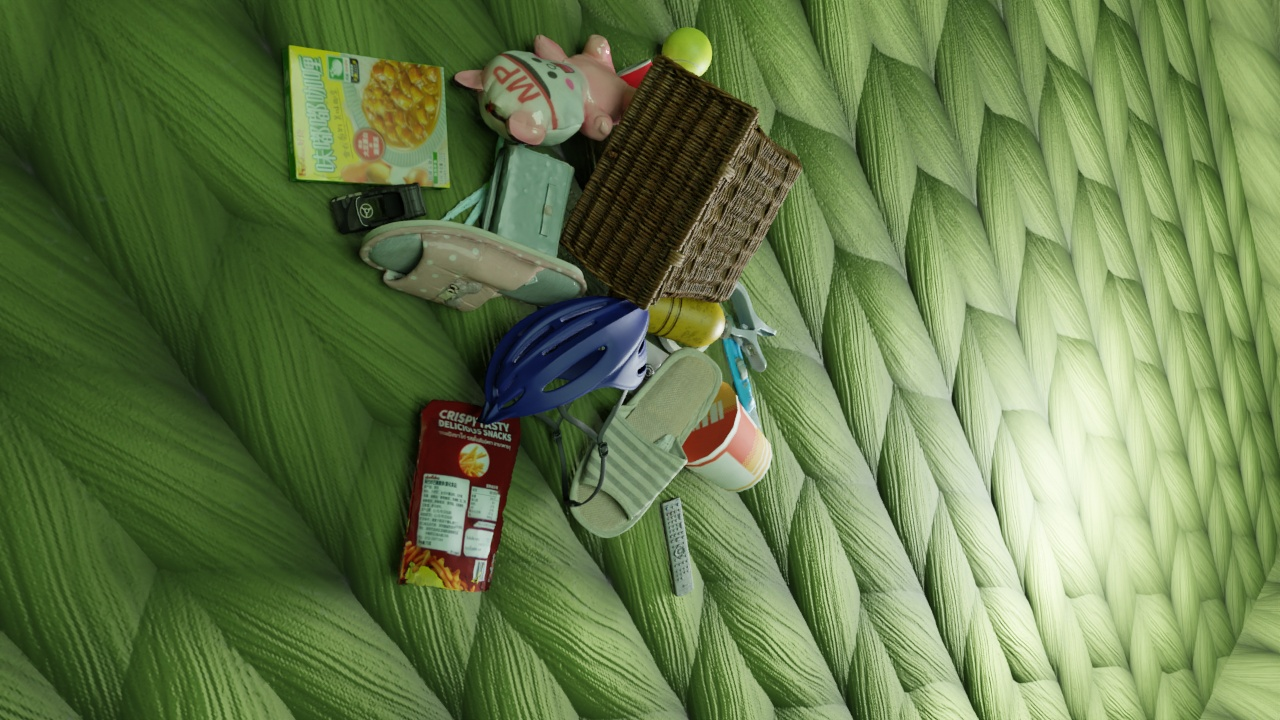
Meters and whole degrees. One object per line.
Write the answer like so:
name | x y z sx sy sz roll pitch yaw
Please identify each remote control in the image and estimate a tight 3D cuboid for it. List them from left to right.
remote control | -0.007 0.007 1.194 0.151 0.019 0.074 33 73 -35
remote control | 0.050 0.256 1.257 0.033 0.013 0.136 -15 102 -36

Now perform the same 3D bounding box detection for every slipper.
slipper | -0.173 -0.091 1.006 0.274 0.114 0.054 10 62 -40
slipper | 0.009 0.098 1.154 0.114 0.054 0.272 33 76 6

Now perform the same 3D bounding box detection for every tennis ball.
tennis ball | 0.060 -0.399 1.193 0.065 0.065 0.065 -3 94 -38

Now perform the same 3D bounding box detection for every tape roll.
tape roll | 0.063 -0.052 1.246 0.093 0.018 0.094 -3 95 -39

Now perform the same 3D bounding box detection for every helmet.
helmet | -0.069 0.043 1.062 0.241 0.148 0.228 -26 105 -25

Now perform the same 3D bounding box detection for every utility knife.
utility knife | 0.146 0.024 1.319 0.031 0.015 0.185 -29 111 -30

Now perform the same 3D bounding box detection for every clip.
clip | 0.144 -0.072 1.292 0.163 0.028 0.114 46 55 -37

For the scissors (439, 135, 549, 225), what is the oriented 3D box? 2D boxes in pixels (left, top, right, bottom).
scissors | -0.165 -0.194 1.063 0.093 0.032 0.174 46 70 -33

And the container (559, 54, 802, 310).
container | 0.061 -0.191 1.087 0.183 0.162 0.250 6 119 -54

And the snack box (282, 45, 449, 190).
snack box | -0.282 -0.249 0.959 0.167 0.027 0.132 -5 95 -38

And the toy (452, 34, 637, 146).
toy | -0.096 -0.304 1.058 0.212 0.084 0.142 -26 75 -39

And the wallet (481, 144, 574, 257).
wallet | -0.129 -0.176 1.060 0.100 0.054 0.131 9 90 -44

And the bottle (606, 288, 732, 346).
bottle | 0.043 -0.062 1.176 0.163 0.071 0.071 16 82 -25

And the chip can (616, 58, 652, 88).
chip can | 0.032 -0.277 1.187 0.051 0.052 0.215 -38 114 -30

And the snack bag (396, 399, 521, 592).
snack bag | -0.198 0.152 1.028 0.138 0.067 0.207 17 80 -43

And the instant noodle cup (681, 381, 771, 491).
instant noodle cup | 0.106 0.109 1.231 0.121 0.124 0.123 42 67 -40

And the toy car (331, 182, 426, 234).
toy car | -0.271 -0.158 0.950 0.092 0.037 0.040 -13 104 -3
